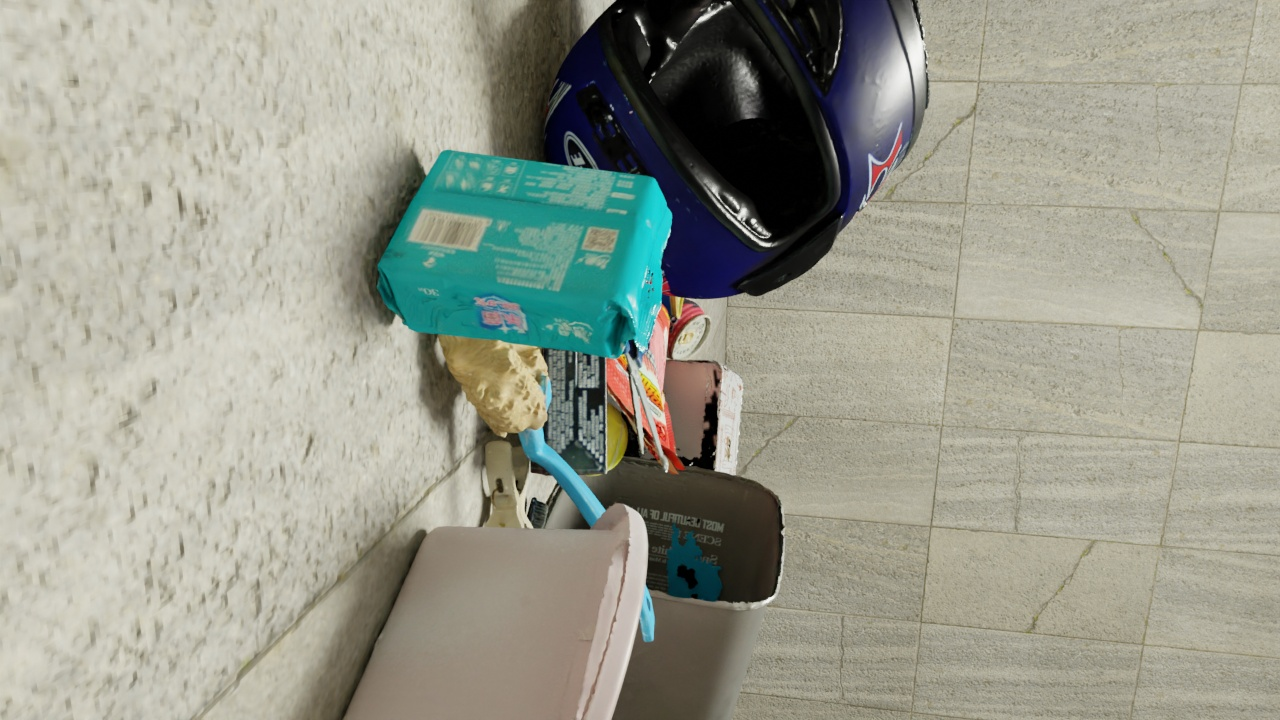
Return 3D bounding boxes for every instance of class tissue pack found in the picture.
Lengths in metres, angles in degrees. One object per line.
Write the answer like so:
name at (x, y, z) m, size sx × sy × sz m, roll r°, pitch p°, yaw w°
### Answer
tissue pack at (-0.052, -0.052, 0.445) m, size 0.050 × 0.133 × 0.093 m, roll 88°, pitch 13°, yaw -52°

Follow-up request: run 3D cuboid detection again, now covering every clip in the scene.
clip at (-0.088, 0.104, 0.610) m, size 0.071 × 0.035 × 0.100 m, roll 42°, pitch 44°, yaw -78°

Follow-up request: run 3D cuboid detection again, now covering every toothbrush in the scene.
toothbrush at (-0.089, 0.192, 0.671) m, size 0.014 × 0.017 × 0.188 m, roll 109°, pitch -11°, yaw -68°

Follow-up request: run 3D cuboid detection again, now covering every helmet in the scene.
helmet at (0.049, -0.167, 0.671) m, size 0.247 × 0.240 × 0.315 m, roll 56°, pitch 0°, yaw 4°

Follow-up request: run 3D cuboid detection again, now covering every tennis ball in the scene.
tennis ball at (-0.043, 0.063, 0.762) m, size 0.065 × 0.065 × 0.065 m, roll 5°, pitch 89°, yaw -81°

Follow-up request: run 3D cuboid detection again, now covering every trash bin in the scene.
trash bin at (0.010, 0.227, 0.803) m, size 0.198 × 0.199 × 0.220 m, roll -66°, pitch 164°, yaw -65°

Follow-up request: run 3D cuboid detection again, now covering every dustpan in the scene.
dustpan at (-0.060, 0.204, 0.476) m, size 0.222 × 0.139 × 0.274 m, roll -78°, pitch 167°, yaw -48°

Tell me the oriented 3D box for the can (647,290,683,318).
can at (-0.002, -0.091, 0.900) m, size 0.102 × 0.083 × 0.057 m, roll 83°, pitch 14°, yaw -50°

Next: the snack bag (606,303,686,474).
snack bag at (-0.005, 0.005, 0.805) m, size 0.128 × 0.073 × 0.207 m, roll 59°, pitch 10°, yaw -20°

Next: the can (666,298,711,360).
can at (0.022, -0.047, 0.972) m, size 0.066 × 0.094 × 0.067 m, roll -37°, pitch 149°, yaw -26°

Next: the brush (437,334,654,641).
brush at (-0.045, 0.064, 0.544) m, size 0.255 × 0.046 × 0.083 m, roll 62°, pitch 12°, yaw -18°

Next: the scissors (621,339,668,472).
scissors at (-0.010, -0.003, 0.690) m, size 0.156 × 0.012 × 0.165 m, roll 60°, pitch 17°, yaw -19°

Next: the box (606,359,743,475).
box at (0.038, 0.104, 0.992) m, size 0.187 × 0.155 × 0.182 m, roll 28°, pitch 66°, yaw -64°

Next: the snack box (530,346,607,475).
snack box at (-0.050, 0.024, 0.644) m, size 0.126 × 0.053 × 0.113 m, roll 152°, pitch -62°, yaw -76°
